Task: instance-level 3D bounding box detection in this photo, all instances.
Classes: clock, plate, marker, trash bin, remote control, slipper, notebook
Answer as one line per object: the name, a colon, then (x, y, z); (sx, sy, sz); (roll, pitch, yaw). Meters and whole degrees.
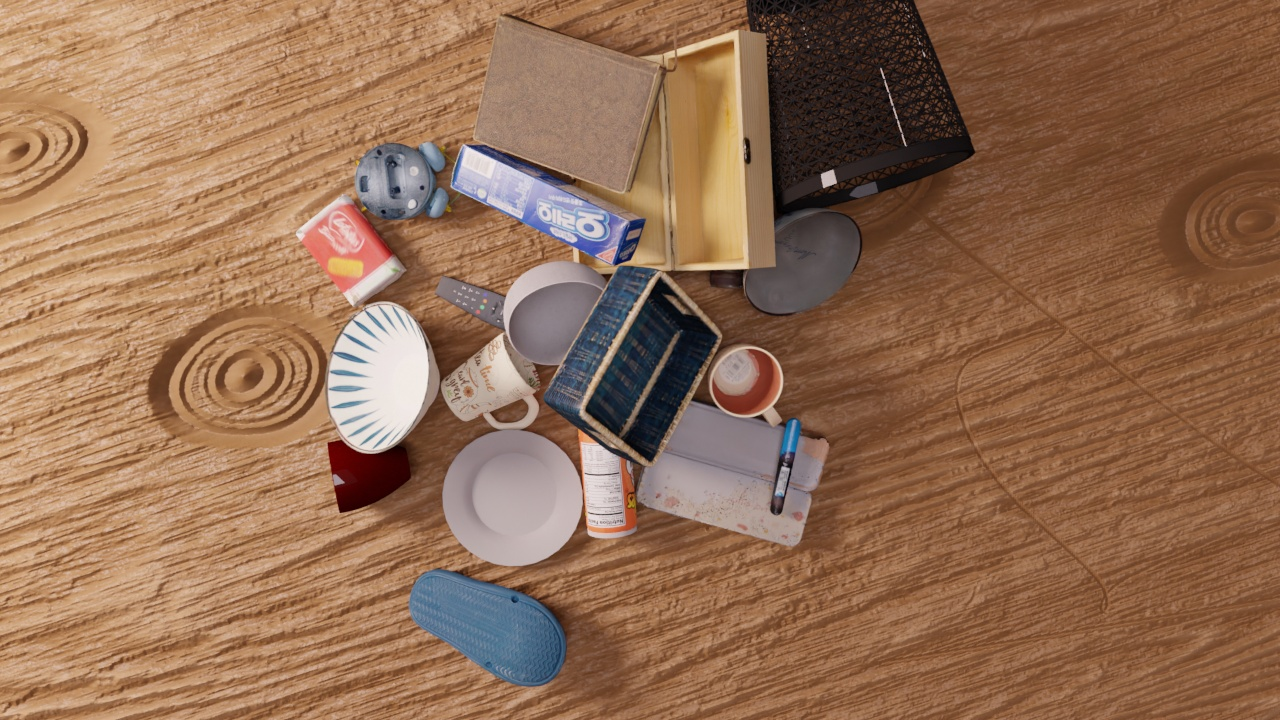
clock: (-0.273, -0.210, 1.082); (0.124, 0.051, 0.089); (-5, 95, -1)
plate: (-0.159, 0.170, 1.146); (0.173, 0.019, 0.173); (0, 97, -1)
marker: (0.176, 0.129, 1.117); (0.018, 0.015, 0.123); (10, 99, 0)
trash bin: (0.225, -0.312, 1.010); (0.217, 0.217, 0.243); (-15, 90, 1)
remote control: (-0.189, -0.068, 1.121); (0.124, 0.010, 0.039); (24, 96, -4)
slipper: (-0.188, 0.325, 1.147); (0.214, 0.059, 0.103); (24, 88, 10)
notebook: (-0.076, -0.307, 1.025); (0.215, 0.034, 0.190); (25, 111, 18)

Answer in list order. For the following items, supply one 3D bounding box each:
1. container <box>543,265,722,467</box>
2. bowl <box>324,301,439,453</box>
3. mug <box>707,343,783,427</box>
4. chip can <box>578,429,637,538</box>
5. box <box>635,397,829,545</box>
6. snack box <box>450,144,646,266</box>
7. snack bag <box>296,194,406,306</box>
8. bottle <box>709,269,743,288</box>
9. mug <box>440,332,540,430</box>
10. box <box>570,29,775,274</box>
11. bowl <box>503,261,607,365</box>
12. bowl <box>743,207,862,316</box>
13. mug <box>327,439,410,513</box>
container: (-0.006, 0.006, 1.040); (0.145, 0.071, 0.187); (42, 71, -41)
bowl: (-0.289, 0.023, 1.086); (0.178, 0.070, 0.177); (-6, 80, 33)
mug: (0.129, 0.031, 1.093); (0.085, 0.104, 0.111); (-38, 97, 3)
chip can: (-0.043, 0.106, 1.119); (0.062, 0.062, 0.210); (-5, 97, -1)
box: (0.114, 0.136, 1.141); (0.216, 0.042, 0.148); (16, 100, -3)
snack box: (-0.107, -0.180, 1.047); (0.226, 0.059, 0.059); (26, 110, 15)
snack bag: (-0.347, -0.130, 1.098); (0.077, 0.036, 0.116); (-37, 96, 4)
bottle: (0.107, -0.167, 1.092); (0.056, 0.056, 0.162); (3, 97, -2)
mug: (-0.173, 0.039, 1.114); (0.097, 0.081, 0.122); (-30, 123, 9)
box: (0.032, -0.225, 1.047); (0.261, 0.096, 0.247); (1, 97, 28)
bowl: (-0.097, -0.063, 1.081); (0.131, 0.064, 0.132); (-9, 135, -10)
bowl: (0.182, -0.127, 1.084); (0.150, 0.056, 0.151); (-13, 137, -13)
mug: (-0.330, 0.121, 1.116); (0.088, 0.087, 0.114); (-10, 69, -18)
